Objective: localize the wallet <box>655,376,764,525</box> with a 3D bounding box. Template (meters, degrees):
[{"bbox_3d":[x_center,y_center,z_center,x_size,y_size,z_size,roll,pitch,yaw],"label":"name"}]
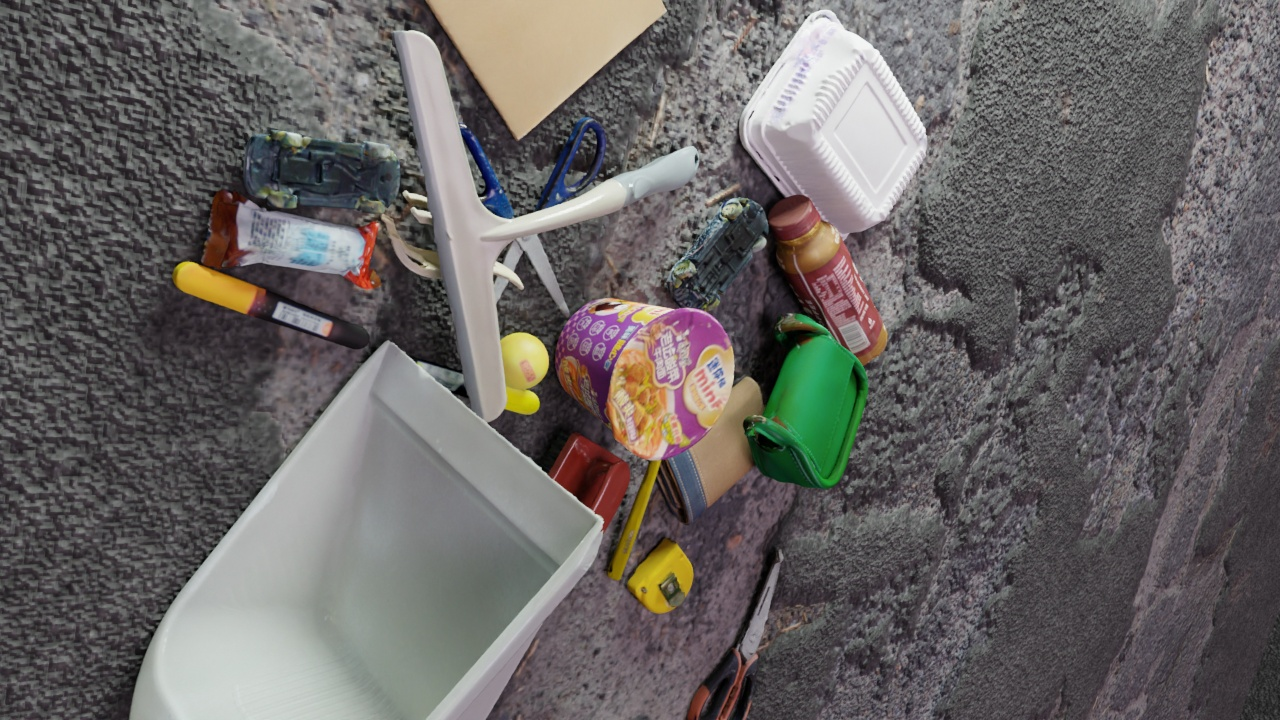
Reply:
[{"bbox_3d":[0.065,0.078,0.801,0.115,0.033,0.090,-37,128,-23],"label":"wallet"}]

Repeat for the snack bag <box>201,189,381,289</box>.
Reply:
[{"bbox_3d":[-0.201,-0.069,0.543,0.105,0.026,0.045,7,96,-39],"label":"snack bag"}]

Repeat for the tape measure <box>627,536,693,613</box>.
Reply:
[{"bbox_3d":[0.022,0.195,0.811,0.060,0.029,0.057,-45,128,-16],"label":"tape measure"}]

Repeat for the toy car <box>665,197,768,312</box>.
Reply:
[{"bbox_3d":[0.061,-0.085,0.738,0.105,0.031,0.049,-51,130,-10],"label":"toy car"}]

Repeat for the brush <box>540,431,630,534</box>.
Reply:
[{"bbox_3d":[-0.064,0.130,0.694,0.063,0.069,0.145,36,83,-39],"label":"brush"}]

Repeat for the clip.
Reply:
[{"bbox_3d":[-0.124,-0.064,0.596,0.076,0.035,0.100,-43,132,6],"label":"clip"}]

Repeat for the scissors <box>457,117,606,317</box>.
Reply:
[{"bbox_3d":[-0.078,-0.100,0.633,0.162,0.012,0.176,-47,132,-11],"label":"scissors"}]

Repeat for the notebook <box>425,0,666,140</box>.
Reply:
[{"bbox_3d":[-0.080,-0.270,0.575,0.149,0.012,0.211,-45,128,-15],"label":"notebook"}]

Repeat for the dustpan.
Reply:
[{"bbox_3d":[-0.181,0.148,0.518,0.142,0.223,0.258,1,116,-50],"label":"dustpan"}]

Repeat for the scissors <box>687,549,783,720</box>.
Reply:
[{"bbox_3d":[0.094,0.288,0.909,0.176,0.015,0.210,-25,120,-28],"label":"scissors"}]

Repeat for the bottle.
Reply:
[{"bbox_3d":[0.163,-0.068,0.806,0.057,0.057,0.175,-48,129,-14],"label":"bottle"}]

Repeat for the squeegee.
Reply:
[{"bbox_3d":[-0.029,-0.109,0.621,0.245,0.039,0.247,-28,122,-40],"label":"squeegee"}]

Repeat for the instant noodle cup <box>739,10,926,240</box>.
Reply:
[{"bbox_3d":[0.174,-0.188,0.771,0.173,0.060,0.138,39,81,-38],"label":"instant noodle cup"}]

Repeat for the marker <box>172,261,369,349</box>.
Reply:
[{"bbox_3d":[-0.219,-0.031,0.553,0.123,0.015,0.018,24,88,-43],"label":"marker"}]

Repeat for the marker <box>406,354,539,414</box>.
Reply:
[{"bbox_3d":[-0.124,0.016,0.644,0.124,0.015,0.018,20,97,-37],"label":"marker"}]

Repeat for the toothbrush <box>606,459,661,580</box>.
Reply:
[{"bbox_3d":[0.003,0.098,0.751,0.016,0.016,0.190,6,112,-33],"label":"toothbrush"}]

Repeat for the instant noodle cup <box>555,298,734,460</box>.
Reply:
[{"bbox_3d":[-0.004,0.004,0.676,0.111,0.099,0.112,-15,116,-34],"label":"instant noodle cup"}]

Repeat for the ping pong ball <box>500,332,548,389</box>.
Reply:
[{"bbox_3d":[-0.085,0.001,0.649,0.040,0.040,0.040,-14,114,-34],"label":"ping pong ball"}]

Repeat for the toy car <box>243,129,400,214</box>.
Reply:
[{"bbox_3d":[-0.185,-0.110,0.536,0.090,0.034,0.043,-4,105,-39],"label":"toy car"}]

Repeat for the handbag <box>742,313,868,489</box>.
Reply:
[{"bbox_3d":[0.139,0.038,0.799,0.120,0.068,0.131,47,59,-41],"label":"handbag"}]
